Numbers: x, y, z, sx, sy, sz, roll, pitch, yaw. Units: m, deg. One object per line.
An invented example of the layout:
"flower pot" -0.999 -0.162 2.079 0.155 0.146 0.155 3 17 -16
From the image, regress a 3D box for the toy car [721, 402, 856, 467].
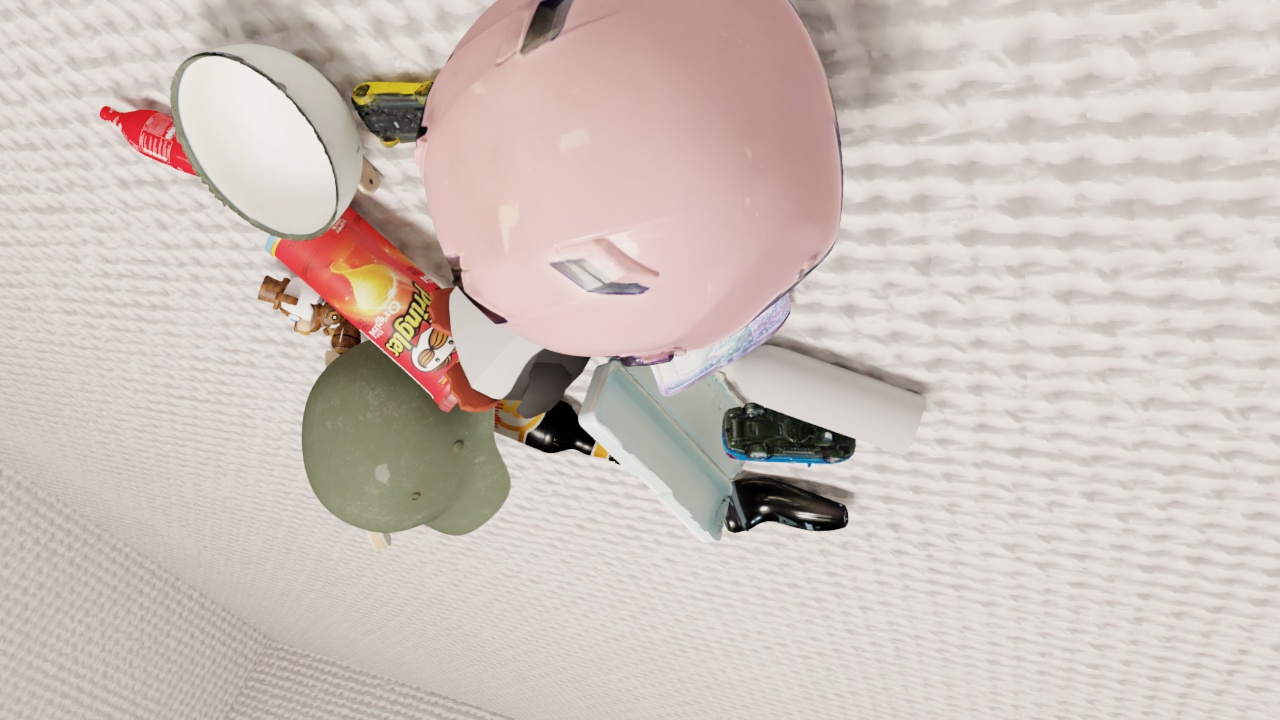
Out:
"toy car" 0.131 0.066 0.819 0.120 0.056 0.044 1 153 -2

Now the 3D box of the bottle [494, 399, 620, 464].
"bottle" -0.101 0.069 0.991 0.181 0.059 0.059 22 149 3

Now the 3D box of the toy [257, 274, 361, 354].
"toy" -0.346 -0.051 0.972 0.112 0.067 0.087 20 175 -18

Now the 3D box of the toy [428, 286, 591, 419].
"toy" -0.068 -0.051 0.746 0.139 0.159 0.185 -3 155 -37

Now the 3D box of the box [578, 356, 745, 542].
"box" 0.032 0.058 0.815 0.044 0.135 0.197 -3 140 44

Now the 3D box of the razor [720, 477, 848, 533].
"razor" 0.145 0.158 0.958 0.141 0.063 0.053 6 146 29

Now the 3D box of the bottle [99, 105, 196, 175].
"bottle" -0.416 -0.194 0.821 0.141 0.041 0.042 24 149 0

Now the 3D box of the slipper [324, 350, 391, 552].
"slipper" -0.333 0.108 1.120 0.052 0.115 0.263 -13 112 -12

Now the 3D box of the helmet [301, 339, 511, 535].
"helmet" -0.256 0.074 0.937 0.227 0.153 0.268 45 122 25

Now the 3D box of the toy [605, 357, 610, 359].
"toy" -0.005 0.005 0.861 0.105 0.033 0.085 43 155 -29

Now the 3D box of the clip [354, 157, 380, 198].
"clip" -0.244 -0.166 0.770 0.061 0.025 0.050 28 139 7

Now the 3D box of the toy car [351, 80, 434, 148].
"toy car" -0.168 -0.184 0.681 0.107 0.030 0.049 10 145 26

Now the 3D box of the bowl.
"bowl" -0.277 -0.175 0.711 0.153 0.072 0.154 17 134 19

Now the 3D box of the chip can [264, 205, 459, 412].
"chip can" -0.225 -0.054 0.825 0.213 0.086 0.087 42 146 -6

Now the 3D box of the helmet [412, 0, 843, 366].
"helmet" -0.028 -0.102 0.507 0.256 0.152 0.230 -7 99 38

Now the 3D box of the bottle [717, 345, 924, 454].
"bottle" 0.134 0.022 0.770 0.195 0.052 0.053 19 149 7

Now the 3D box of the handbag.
"handbag" 0.041 -0.061 0.667 0.069 0.126 0.159 56 173 39
